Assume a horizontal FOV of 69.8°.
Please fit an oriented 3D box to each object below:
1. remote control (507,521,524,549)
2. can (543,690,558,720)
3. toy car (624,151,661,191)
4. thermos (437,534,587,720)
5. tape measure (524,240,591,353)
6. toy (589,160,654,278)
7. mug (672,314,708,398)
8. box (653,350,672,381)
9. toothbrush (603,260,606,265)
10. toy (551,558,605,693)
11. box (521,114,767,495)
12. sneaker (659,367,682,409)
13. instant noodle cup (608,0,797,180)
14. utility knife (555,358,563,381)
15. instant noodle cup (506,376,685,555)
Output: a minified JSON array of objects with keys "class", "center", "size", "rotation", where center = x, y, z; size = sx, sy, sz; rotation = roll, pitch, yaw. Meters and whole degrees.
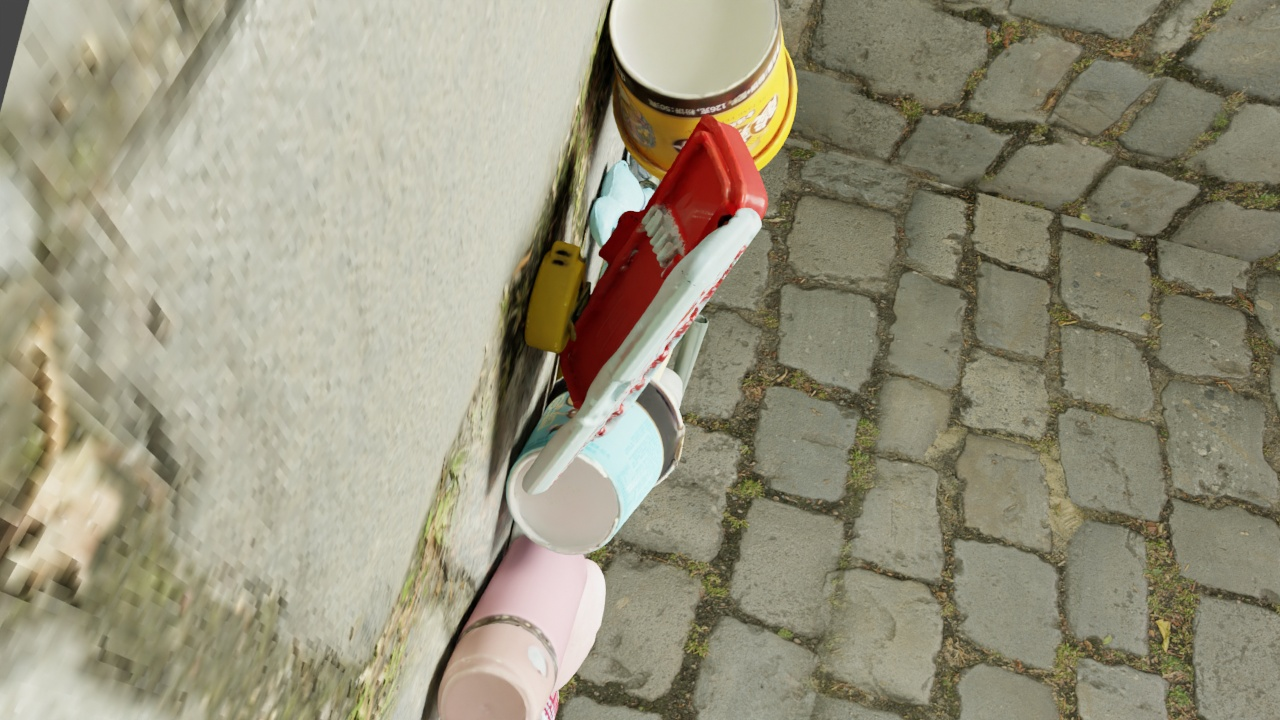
[{"class":"remote control","center":[-0.094,0.155,0.723],"size":[0.056,0.019,0.135],"rotation":[-70,175,-73]},{"class":"can","center":[-0.109,0.313,0.788],"size":[0.093,0.066,0.066],"rotation":[-70,175,-76]},{"class":"toy car","center":[0.005,-0.168,0.841],"size":[0.121,0.037,0.054],"rotation":[80,23,-71]},{"class":"thermos","center":[-0.072,0.182,0.593],"size":[0.067,0.087,0.198],"rotation":[-30,-173,7]},{"class":"tape measure","center":[-0.044,-0.032,0.513],"size":[0.060,0.029,0.057],"rotation":[101,5,-69]},{"class":"toy","center":[-0.005,-0.061,0.716],"size":[0.161,0.050,0.156],"rotation":[34,65,-62]},{"class":"mug","center":[0.007,-0.021,0.960],"size":[0.083,0.124,0.104],"rotation":[-18,132,-48]},{"class":"box","center":[-0.005,0.005,0.830],"size":[0.167,0.077,0.091],"rotation":[-65,171,-48]},{"class":"toothbrush","center":[-0.015,-0.131,0.888],"size":[0.029,0.020,0.189],"rotation":[-17,-127,57]},{"class":"toy","center":[-0.074,0.227,0.756],"size":[0.159,0.054,0.121],"rotation":[-3,111,-74]},{"class":"box","center":[0.000,-0.023,0.514],"size":[0.202,0.065,0.159],"rotation":[-53,-162,40]},{"class":"sneaker","center":[-0.025,0.105,0.966],"size":[0.243,0.089,0.090],"rotation":[122,-12,-49]},{"class":"instant noodle cup","center":[0.035,-0.176,0.546],"size":[0.114,0.118,0.118],"rotation":[50,55,-79]},{"class":"utility knife","center":[-0.059,0.048,0.719],"size":[0.033,0.015,0.154],"rotation":[49,-42,46]},{"class":"instant noodle cup","center":[-0.034,0.070,0.633],"size":[0.120,0.111,0.111],"rotation":[-54,160,-66]}]
